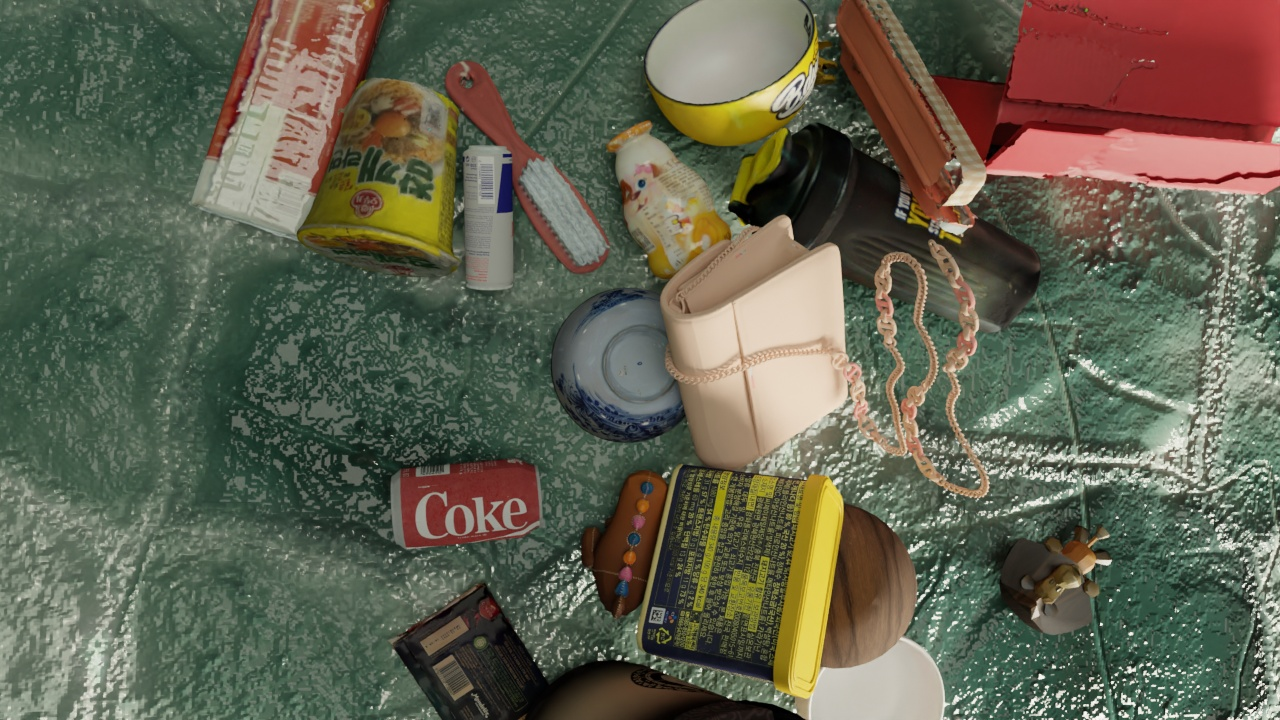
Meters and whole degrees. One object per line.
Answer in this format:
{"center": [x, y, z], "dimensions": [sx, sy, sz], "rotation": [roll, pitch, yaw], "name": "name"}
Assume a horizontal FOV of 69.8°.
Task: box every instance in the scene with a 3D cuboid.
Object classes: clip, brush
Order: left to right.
{"center": [-0.078, -0.136, 0.636], "dimensions": [0.041, 0.030, 0.172], "rotation": [-36, 96, -9], "name": "brush"}
{"center": [0.122, -0.216, 0.667], "dimensions": [0.048, 0.054, 0.045], "rotation": [-40, 117, -31], "name": "clip"}

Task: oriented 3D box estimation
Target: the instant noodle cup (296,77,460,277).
{"center": [-0.159, -0.117, 0.593], "dimensions": [0.102, 0.102, 0.108], "rotation": [10, 80, -10], "name": "instant noodle cup"}

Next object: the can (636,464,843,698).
{"center": [0.067, 0.141, 0.608], "dimensions": [0.104, 0.075, 0.135], "rotation": [4, 69, 26], "name": "can"}

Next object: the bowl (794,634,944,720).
{"center": [0.161, 0.243, 0.671], "dimensions": [0.105, 0.054, 0.105], "rotation": [0, 91, -12], "name": "bowl"}

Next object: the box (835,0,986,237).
{"center": [0.181, -0.171, 0.618], "dimensions": [0.054, 0.078, 0.187], "rotation": [-26, 61, 16], "name": "box"}

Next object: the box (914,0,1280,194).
{"center": [0.334, -0.167, 0.521], "dimensions": [0.211, 0.410, 0.107], "rotation": [3, 87, -10], "name": "box"}

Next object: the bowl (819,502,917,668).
{"center": [0.134, 0.152, 0.645], "dimensions": [0.119, 0.032, 0.119], "rotation": [-4, 63, 8], "name": "bowl"}

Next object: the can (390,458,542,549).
{"center": [-0.116, 0.096, 0.619], "dimensions": [0.096, 0.054, 0.054], "rotation": [-4, 91, -10], "name": "can"}

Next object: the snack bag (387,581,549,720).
{"center": [-0.101, 0.238, 0.640], "dimensions": [0.074, 0.018, 0.155], "rotation": [-32, 97, -10], "name": "snack bag"}

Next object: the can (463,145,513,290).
{"center": [-0.102, -0.096, 0.619], "dimensions": [0.032, 0.032, 0.095], "rotation": [-1, 106, -11], "name": "can"}

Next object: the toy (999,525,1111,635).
{"center": [0.322, 0.160, 0.697], "dimensions": [0.100, 0.063, 0.076], "rotation": [-35, 77, -14], "name": "toy"}

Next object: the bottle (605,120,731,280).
{"center": [0.017, -0.110, 0.636], "dimensions": [0.063, 0.063, 0.109], "rotation": [-30, 97, -9], "name": "bottle"}

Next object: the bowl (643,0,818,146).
{"center": [0.067, -0.192, 0.633], "dimensions": [0.117, 0.068, 0.117], "rotation": [-10, 54, 14], "name": "bowl"}

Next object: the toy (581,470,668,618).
{"center": [-0.005, 0.123, 0.615], "dimensions": [0.070, 0.103, 0.090], "rotation": [14, 99, 1], "name": "toy"}

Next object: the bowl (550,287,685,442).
{"center": [-0.004, 0.004, 0.642], "dimensions": [0.114, 0.045, 0.114], "rotation": [0, 90, -10], "name": "bowl"}

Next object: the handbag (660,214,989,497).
{"center": [0.103, 0.014, 0.562], "dimensions": [0.116, 0.187, 0.199], "rotation": [-34, 137, -18], "name": "handbag"}

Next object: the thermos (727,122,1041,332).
{"center": [0.172, -0.091, 0.652], "dimensions": [0.220, 0.098, 0.098], "rotation": [21, 87, -16], "name": "thermos"}

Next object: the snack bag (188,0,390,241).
{"center": [-0.223, -0.194, 0.605], "dimensions": [0.077, 0.041, 0.225], "rotation": [18, 86, -11], "name": "snack bag"}

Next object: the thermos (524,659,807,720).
{"center": [0.016, 0.269, 0.545], "dimensions": [0.172, 0.227, 0.172], "rotation": [2, 85, -23], "name": "thermos"}
